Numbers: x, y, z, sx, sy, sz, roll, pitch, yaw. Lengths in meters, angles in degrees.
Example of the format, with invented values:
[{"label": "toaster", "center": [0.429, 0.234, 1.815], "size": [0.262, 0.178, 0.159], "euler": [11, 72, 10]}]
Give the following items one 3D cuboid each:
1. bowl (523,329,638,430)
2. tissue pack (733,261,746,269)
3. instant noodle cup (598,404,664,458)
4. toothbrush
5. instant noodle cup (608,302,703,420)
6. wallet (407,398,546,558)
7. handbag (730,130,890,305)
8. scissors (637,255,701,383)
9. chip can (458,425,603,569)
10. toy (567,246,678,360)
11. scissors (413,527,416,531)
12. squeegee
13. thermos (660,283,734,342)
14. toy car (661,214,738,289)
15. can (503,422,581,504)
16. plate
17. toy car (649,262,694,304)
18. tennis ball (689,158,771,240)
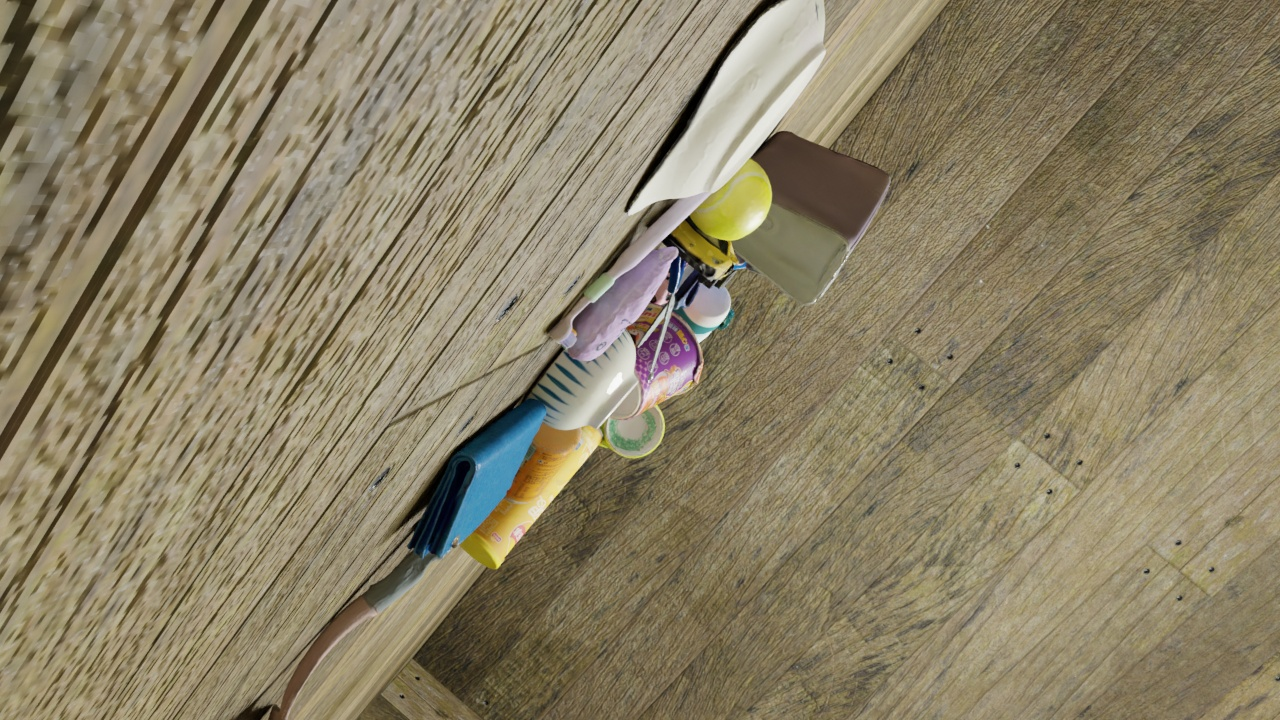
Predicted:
[{"label": "bowl", "center": [-0.044, 0.018, 0.824], "size": [0.116, 0.066, 0.116], "euler": [-50, 177, -3]}, {"label": "tissue pack", "center": [0.115, -0.140, 1.045], "size": [0.095, 0.052, 0.156], "euler": [-5, -155, 31]}, {"label": "instant noodle cup", "center": [-0.021, 0.078, 1.219], "size": [0.111, 0.111, 0.123], "euler": [-50, -165, -1]}, {"label": "toothbrush", "center": [0.006, -0.081, 0.653], "size": [0.189, 0.021, 0.029], "euler": [-46, -177, -3]}, {"label": "instant noodle cup", "center": [-0.006, 0.006, 0.975], "size": [0.099, 0.111, 0.112], "euler": [-34, 166, -47]}, {"label": "wallet", "center": [-0.130, 0.093, 0.743], "size": [0.107, 0.040, 0.132], "euler": [-61, 172, 24]}, {"label": "handbag", "center": [0.158, -0.155, 0.936], "size": [0.099, 0.145, 0.196], "euler": [-58, 174, 38]}, {"label": "scissors", "center": [0.032, -0.060, 0.886], "size": [0.162, 0.012, 0.173], "euler": [-29, 136, -69]}, {"label": "chip can", "center": [-0.136, 0.151, 1.120], "size": [0.212, 0.072, 0.072], "euler": [-50, 178, -28]}, {"label": "toy", "center": [-0.018, -0.044, 0.694], "size": [0.108, 0.039, 0.084], "euler": [-51, -171, -5]}, {"label": "scissors", "center": [-0.183, 0.152, 0.885], "size": [0.228, 0.015, 0.188], "euler": [-52, 174, 34]}, {"label": "squeegee", "center": [-0.226, 0.213, 0.762], "size": [0.249, 0.040, 0.248], "euler": [-48, -173, -25]}, {"label": "thermos", "center": [0.036, -0.032, 1.109], "size": [0.073, 0.073, 0.225], "euler": [-49, -175, -31]}, {"label": "toy car", "center": [0.049, -0.094, 0.756], "size": [0.041, 0.071, 0.155], "euler": [-49, 177, 11]}, {"label": "can", "center": [-0.108, 0.098, 0.945], "size": [0.058, 0.058, 0.146], "euler": [-48, 177, -36]}, {"label": "plate", "center": [0.067, -0.158, 0.573], "size": [0.163, 0.034, 0.164], "euler": [-47, 177, -47]}, {"label": "toy car", "center": [0.038, -0.095, 0.968], "size": [0.056, 0.037, 0.123], "euler": [-51, 177, -26]}, {"label": "tennis ball", "center": [0.067, -0.125, 0.698], "size": [0.065, 0.065, 0.065], "euler": [-50, 178, -3]}]
